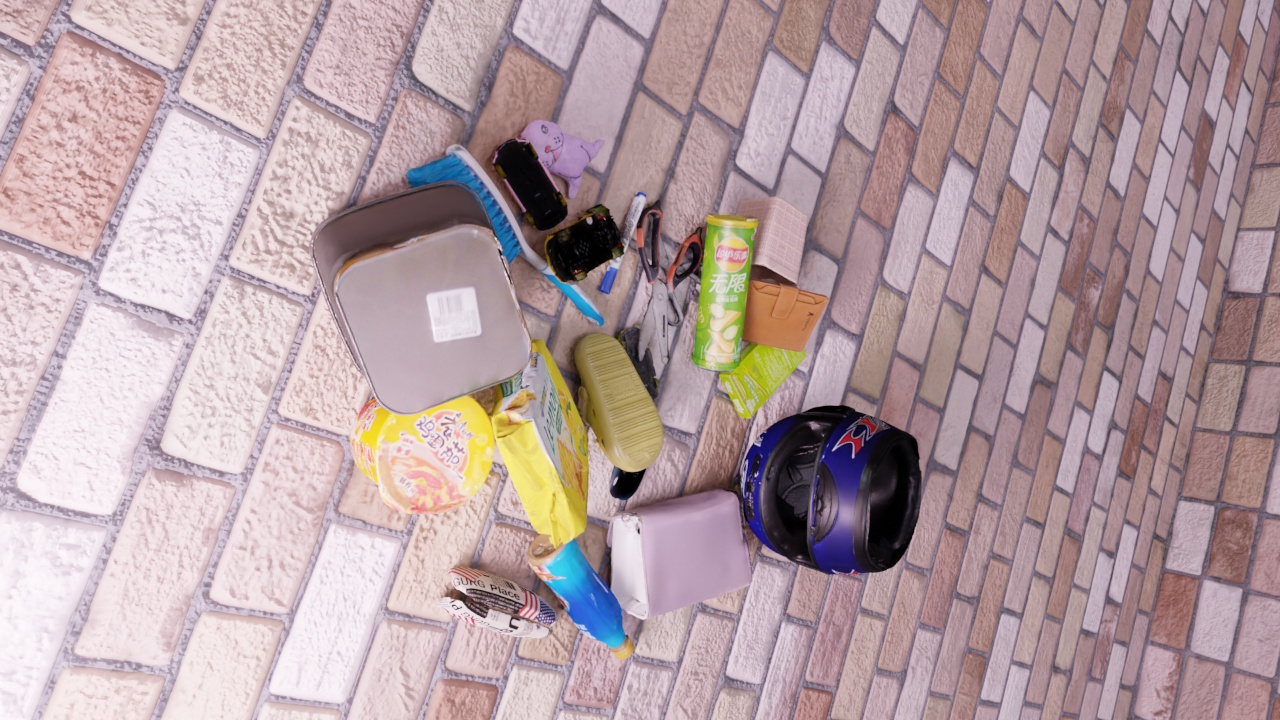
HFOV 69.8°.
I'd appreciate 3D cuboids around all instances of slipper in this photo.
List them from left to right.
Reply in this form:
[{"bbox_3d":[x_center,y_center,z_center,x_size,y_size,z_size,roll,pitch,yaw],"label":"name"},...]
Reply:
[{"bbox_3d":[-0.038,0.058,1.201,0.091,0.082,0.190,-14,76,-35],"label":"slipper"}]

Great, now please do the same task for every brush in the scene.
[{"bbox_3d":[-0.150,-0.127,1.107,0.109,0.061,0.314,-51,125,-28],"label":"brush"}]

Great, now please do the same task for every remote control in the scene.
[{"bbox_3d":[-0.006,0.127,1.265,0.053,0.024,0.136,23,80,-39],"label":"remote control"}]

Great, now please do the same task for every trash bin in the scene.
[{"bbox_3d":[-0.212,-0.062,0.917,0.198,0.220,0.199,-21,109,-13],"label":"trash bin"}]

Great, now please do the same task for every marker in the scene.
[{"bbox_3d":[-0.023,-0.157,1.224,0.017,0.017,0.145,28,79,-38],"label":"marker"}]

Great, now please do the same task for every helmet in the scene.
[{"bbox_3d":[0.263,0.189,1.339,0.314,0.241,0.247,2,92,-60],"label":"helmet"}]

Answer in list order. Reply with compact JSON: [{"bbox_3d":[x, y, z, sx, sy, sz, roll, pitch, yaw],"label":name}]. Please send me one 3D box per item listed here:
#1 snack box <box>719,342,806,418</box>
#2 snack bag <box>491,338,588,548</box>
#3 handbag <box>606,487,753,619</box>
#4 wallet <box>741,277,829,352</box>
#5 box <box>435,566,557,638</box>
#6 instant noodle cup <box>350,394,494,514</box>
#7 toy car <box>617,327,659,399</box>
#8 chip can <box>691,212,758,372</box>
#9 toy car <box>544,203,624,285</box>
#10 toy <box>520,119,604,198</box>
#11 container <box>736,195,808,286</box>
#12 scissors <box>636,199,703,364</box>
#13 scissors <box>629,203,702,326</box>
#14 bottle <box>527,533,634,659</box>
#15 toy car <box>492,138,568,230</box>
[{"bbox_3d":[0.190,0.007,1.412,0.156,0.026,0.086,-45,120,-27],"label":"snack box"},{"bbox_3d":[-0.117,0.090,1.064,0.068,0.246,0.158,-20,115,6],"label":"snack bag"},{"bbox_3d":[0.055,0.262,1.282,0.196,0.099,0.145,-6,100,-38],"label":"handbag"},{"bbox_3d":[0.198,-0.067,1.353,0.131,0.031,0.108,11,125,-18],"label":"wallet"},{"bbox_3d":[-0.167,0.292,1.125,0.163,0.075,0.080,33,64,-34],"label":"box"},{"bbox_3d":[-0.248,0.092,1.009,0.137,0.110,0.138,-5,98,-40],"label":"instant noodle cup"},{"bbox_3d":[-0.007,0.007,1.248,0.048,0.032,0.105,-13,91,-39],"label":"toy car"},{"bbox_3d":[0.117,-0.094,1.291,0.072,0.073,0.221,-7,109,-39],"label":"chip can"},{"bbox_3d":[-0.073,-0.144,1.150,0.155,0.041,0.071,-42,114,-50],"label":"toy car"},{"bbox_3d":[-0.105,-0.256,1.137,0.108,0.039,0.084,18,104,-41],"label":"toy"},{"bbox_3d":[0.187,-0.175,1.352,0.090,0.090,0.111,23,78,-39],"label":"container"},{"bbox_3d":[0.032,-0.110,1.259,0.221,0.015,0.190,-45,115,-30],"label":"scissors"},{"bbox_3d":[0.041,-0.133,1.285,0.159,0.014,0.181,-12,101,-38],"label":"scissors"},{"bbox_3d":[-0.070,0.315,1.206,0.065,0.065,0.219,-45,120,-27],"label":"bottle"},{"bbox_3d":[-0.133,-0.214,1.112,0.056,0.037,0.122,-33,122,-2],"label":"toy car"}]
